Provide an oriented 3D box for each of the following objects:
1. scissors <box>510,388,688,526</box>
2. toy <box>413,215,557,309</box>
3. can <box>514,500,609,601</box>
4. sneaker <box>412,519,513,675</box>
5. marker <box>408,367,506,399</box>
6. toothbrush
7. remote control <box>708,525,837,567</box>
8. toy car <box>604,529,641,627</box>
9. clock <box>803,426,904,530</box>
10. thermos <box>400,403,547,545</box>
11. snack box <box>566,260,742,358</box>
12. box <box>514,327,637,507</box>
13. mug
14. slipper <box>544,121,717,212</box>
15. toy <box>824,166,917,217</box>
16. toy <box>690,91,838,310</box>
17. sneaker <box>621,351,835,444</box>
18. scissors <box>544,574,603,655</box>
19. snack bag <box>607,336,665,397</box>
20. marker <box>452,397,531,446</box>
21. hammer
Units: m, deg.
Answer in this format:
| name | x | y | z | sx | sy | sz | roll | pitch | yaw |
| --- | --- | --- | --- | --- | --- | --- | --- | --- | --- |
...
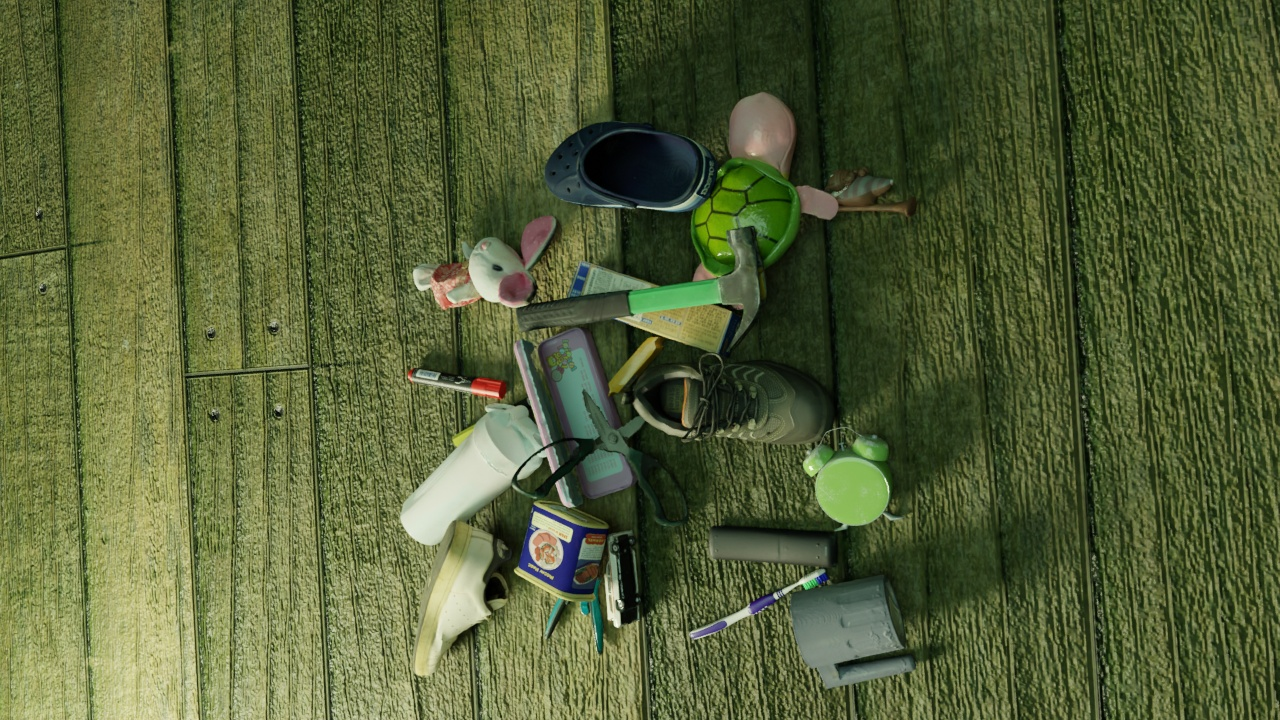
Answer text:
| name | x | y | z | sx | sy | sz | roll | pitch | yaw |
| --- | --- | --- | --- | --- | --- | --- | --- | --- | --- |
| scissors | -0.043 | 0.136 | 1.082 | 0.201 | 0.015 | 0.201 | -30 | 86 | -23 |
| toy | -0.198 | -0.113 | 1.166 | 0.195 | 0.084 | 0.158 | -5 | 48 | 28 |
| can | -0.096 | 0.231 | 1.126 | 0.116 | 0.056 | 0.092 | 14 | 90 | 46 |
| sneaker | -0.229 | 0.313 | 1.192 | 0.102 | 0.088 | 0.242 | 14 | 117 | -15 |
| marker | -0.246 | 0.028 | 1.222 | 0.145 | 0.021 | 0.023 | 9 | 101 | 22 |
| toothbrush | 0.136 | 0.287 | 1.070 | 0.187 | 0.015 | 0.016 | -32 | 84 | 20 |
| remote control | 0.151 | 0.215 | 1.061 | 0.152 | 0.020 | 0.041 | -1 | 89 | 24 |
| toy car | -0.026 | 0.267 | 1.127 | 0.039 | 0.039 | 0.113 | -8 | 86 | 44 |
| clock | 0.232 | 0.130 | 1.004 | 0.094 | 0.042 | 0.119 | -18 | 95 | 21 |
| thermos | -0.216 | 0.146 | 1.174 | 0.221 | 0.099 | 0.099 | -41 | 76 | 21 |
| snack box | 0.016 | -0.062 | 1.095 | 0.207 | 0.057 | 0.056 | 21 | 95 | 21 |
| box | -0.087 | 0.067 | 1.119 | 0.089 | 0.092 | 0.214 | -21 | 83 | 22 |
| mug | 0.234 | 0.300 | 1.003 | 0.104 | 0.083 | 0.124 | -19 | 107 | 20 |
| slipper | -0.025 | -0.230 | 1.062 | 0.253 | 0.095 | 0.105 | 15 | 96 | 41 |
| toy | 0.248 | -0.185 | 1.006 | 0.102 | 0.041 | 0.055 | 5 | 115 | 30 |
| toy | 0.122 | -0.177 | 1.029 | 0.190 | 0.087 | 0.238 | 21 | 95 | 38 |
| sneaker | 0.090 | 0.042 | 1.017 | 0.238 | 0.142 | 0.101 | 4 | 92 | 20 |
| scissors | -0.081 | 0.302 | 1.159 | 0.125 | 0.019 | 0.155 | -27 | 79 | 19 |
| snack bag | -0.007 | 0.006 | 1.121 | 0.020 | 0.026 | 0.099 | 46 | 107 | 15 |
| marker | -0.192 | 0.082 | 1.203 | 0.124 | 0.017 | 0.021 | -28 | 80 | 19 |
| hammer | -0.008 | -0.065 | 1.049 | 0.319 | 0.032 | 0.130 | -6 | 103 | 29 |
